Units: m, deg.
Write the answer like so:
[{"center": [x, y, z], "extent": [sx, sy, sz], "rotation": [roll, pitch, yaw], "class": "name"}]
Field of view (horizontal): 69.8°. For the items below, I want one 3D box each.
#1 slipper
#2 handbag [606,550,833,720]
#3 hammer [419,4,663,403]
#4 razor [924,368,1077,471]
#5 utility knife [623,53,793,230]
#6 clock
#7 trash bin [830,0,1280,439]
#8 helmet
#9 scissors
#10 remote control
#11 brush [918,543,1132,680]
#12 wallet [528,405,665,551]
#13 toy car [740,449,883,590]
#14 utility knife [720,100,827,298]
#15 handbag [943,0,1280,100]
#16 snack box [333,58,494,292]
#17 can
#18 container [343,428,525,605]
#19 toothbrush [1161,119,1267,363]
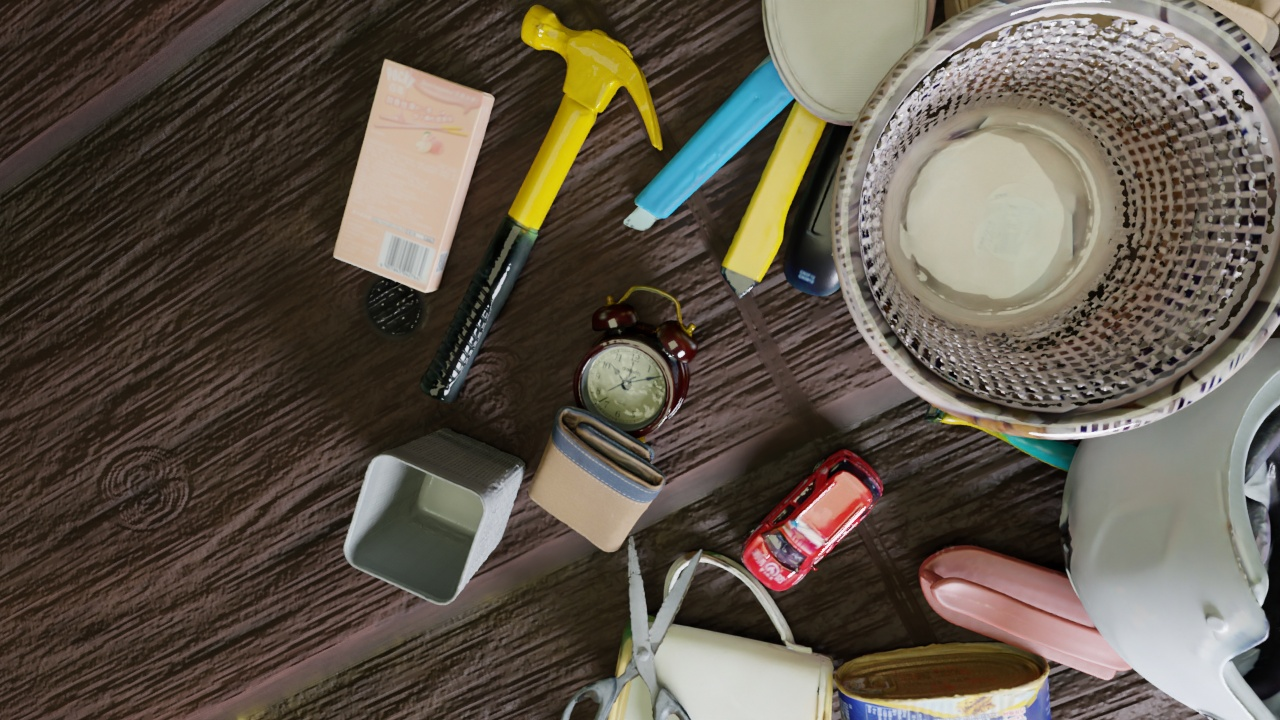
[{"center": [0.134, -0.294, 0.599], "extent": [0.114, 0.054, 0.274], "rotation": [-3, 101, 12], "class": "slipper"}, {"center": [0.065, 0.240, 0.703], "extent": [0.163, 0.063, 0.178], "rotation": [9, 86, 10], "class": "handbag"}, {"center": [-0.088, -0.101, 0.686], "extent": [0.129, 0.032, 0.301], "rotation": [31, 103, 6], "class": "hammer"}, {"center": [0.267, 0.052, 0.641], "extent": [0.132, 0.028, 0.043], "rotation": [24, 70, 9], "class": "razor"}, {"center": [0.048, -0.151, 0.658], "extent": [0.162, 0.018, 0.034], "rotation": [-43, 83, 16], "class": "utility knife"}, {"center": [-0.004, 0.004, 0.673], "extent": [0.082, 0.055, 0.122], "rotation": [20, 105, 8], "class": "clock"}, {"center": [0.227, -0.084, 0.542], "extent": [0.228, 0.192, 0.227], "rotation": [2, 99, 11], "class": "trash bin"}, {"center": [0.347, 0.104, 0.554], "extent": [0.258, 0.146, 0.228], "rotation": [40, 74, -34], "class": "helmet"}, {"center": [0.002, 0.225, 0.682], "extent": [0.178, 0.014, 0.159], "rotation": [-39, 76, 0], "class": "scissors"}, {"center": [0.140, -0.111, 0.642], "extent": [0.053, 0.024, 0.136], "rotation": [21, 102, 9], "class": "remote control"}, {"center": [0.267, 0.171, 0.639], "extent": [0.146, 0.069, 0.063], "rotation": [18, 101, 8], "class": "brush"}, {"center": [-0.035, 0.091, 0.677], "extent": [0.090, 0.033, 0.116], "rotation": [33, 140, 5], "class": "wallet"}, {"center": [0.124, 0.119, 0.673], "extent": [0.053, 0.045, 0.121], "rotation": [42, 106, 4], "class": "toy car"}, {"center": [0.105, -0.134, 0.650], "extent": [0.033, 0.015, 0.192], "rotation": [24, 101, 0], "class": "utility knife"}, {"center": [0.289, -0.238, 0.554], "extent": [0.205, 0.099, 0.148], "rotation": [8, 104, 14], "class": "handbag"}, {"center": [-0.174, -0.139, 0.700], "extent": [0.084, 0.026, 0.157], "rotation": [21, 102, 8], "class": "snack box"}, {"center": [0.216, 0.242, 0.656], "extent": [0.148, 0.074, 0.049], "rotation": [-7, 98, 3], "class": "can"}, {"center": [-0.147, 0.109, 0.689], "extent": [0.090, 0.114, 0.090], "rotation": [22, 102, 7], "class": "container"}, {"center": [0.365, -0.048, 0.607], "extent": [0.026, 0.027, 0.221], "rotation": [8, 103, -23], "class": "toothbrush"}]
